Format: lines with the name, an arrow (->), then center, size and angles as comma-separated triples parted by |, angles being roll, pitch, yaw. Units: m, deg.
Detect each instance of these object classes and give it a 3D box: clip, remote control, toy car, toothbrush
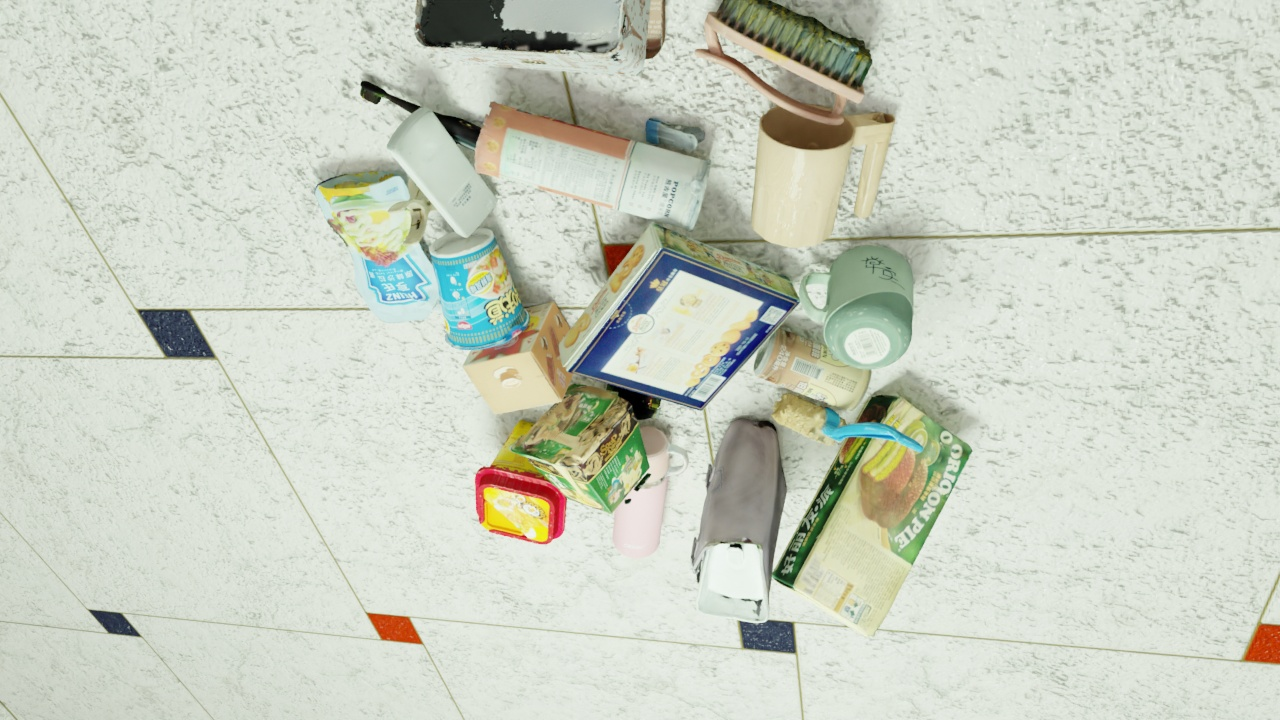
clip -> -0.225, -0.169, 0.928 | 0.034, 0.103, 0.076 | -2, 119, 20
clip -> 0.032, -0.215, 0.870 | 0.056, 0.027, 0.024 | 14, 131, 18
remote control -> -0.195, -0.185, 0.912 | 0.019, 0.056, 0.135 | 25, 161, 37
toy car -> -0.006, 0.006, 1.056 | 0.071, 0.041, 0.156 | 9, 133, 8
toothbrush -> -0.180, -0.227, 0.913 | 0.212, 0.026, 0.027 | 24, 134, -4

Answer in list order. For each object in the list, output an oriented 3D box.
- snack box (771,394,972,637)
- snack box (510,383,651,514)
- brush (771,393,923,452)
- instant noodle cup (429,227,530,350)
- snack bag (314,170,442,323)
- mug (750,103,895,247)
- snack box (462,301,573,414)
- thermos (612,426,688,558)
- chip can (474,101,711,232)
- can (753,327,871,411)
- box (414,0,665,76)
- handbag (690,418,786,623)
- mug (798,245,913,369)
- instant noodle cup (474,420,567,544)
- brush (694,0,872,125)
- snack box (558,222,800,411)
snack box -> 0.253, 0.166, 1.003 | 0.114, 0.240, 0.063 | 33, 171, -14
snack box -> -0.060, 0.109, 1.065 | 0.118, 0.118, 0.106 | 11, 138, 44
brush -> 0.213, 0.069, 0.947 | 0.083, 0.046, 0.255 | 25, 175, -15
instant noodle cup -> -0.180, -0.083, 1.001 | 0.099, 0.099, 0.110 | -2, 121, 17
snack bag -> -0.284, -0.120, 1.030 | 0.110, 0.038, 0.191 | -7, 129, 8
mug -> 0.163, -0.170, 0.837 | 0.124, 0.084, 0.104 | -9, 134, -11
snack box -> -0.133, -0.003, 1.049 | 0.093, 0.094, 0.077 | -11, 126, 25
thermos -> 0.011, 0.172, 1.182 | 0.087, 0.067, 0.199 | 9, 131, 2
chip can -> -0.045, -0.183, 0.870 | 0.214, 0.071, 0.071 | 15, 133, -3
can -> 0.185, 0.009, 0.992 | 0.116, 0.058, 0.059 | 21, 133, -3
box -> -0.074, -0.316, 0.769 | 0.182, 0.157, 0.148 | 9, 97, 14
handbag -> 0.117, 0.182, 1.070 | 0.098, 0.196, 0.145 | 7, 131, 10
mug -> 0.210, -0.053, 0.898 | 0.112, 0.106, 0.082 | 14, 133, 5
instant noodle cup -> -0.139, 0.150, 1.164 | 0.116, 0.123, 0.116 | 12, 133, 6
brush -> 0.120, -0.256, 0.775 | 0.145, 0.063, 0.073 | 23, 122, -4
snack box -> 0.039, -0.037, 0.945 | 0.182, 0.045, 0.178 | 18, 128, -31
